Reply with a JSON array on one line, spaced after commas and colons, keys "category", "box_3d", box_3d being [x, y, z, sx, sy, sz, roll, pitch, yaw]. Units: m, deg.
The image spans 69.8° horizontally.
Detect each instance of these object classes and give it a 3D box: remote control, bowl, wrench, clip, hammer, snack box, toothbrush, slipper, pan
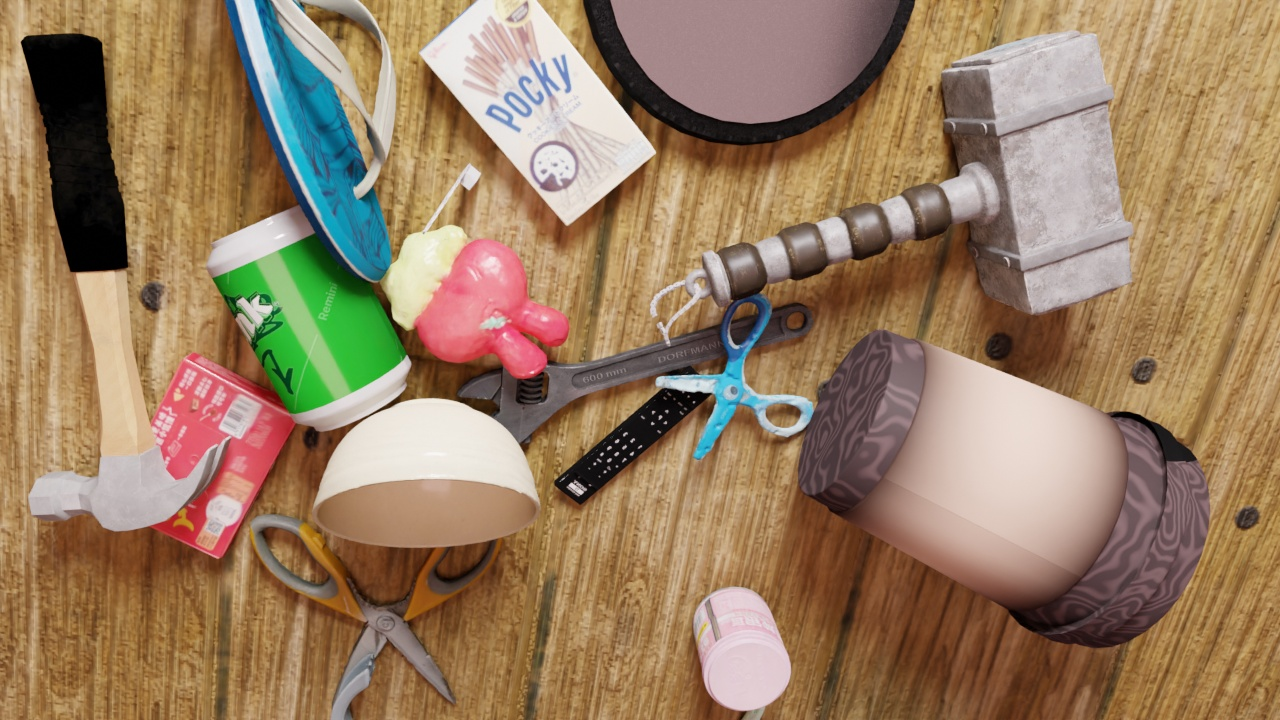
[{"category": "remote control", "box_3d": [-0.005, 0.058, 0.694, 0.140, 0.009, 0.030, -41, 119, 12]}, {"category": "bowl", "box_3d": [-0.146, 0.074, 0.638, 0.150, 0.151, 0.075, -3, 64, -3]}, {"category": "wrench", "box_3d": [-0.004, 0.004, 0.682, 0.273, 0.018, 0.073, -15, 111, -1]}, {"category": "clip", "box_3d": [-0.189, 0.309, 0.749, 0.165, 0.032, 0.165, -4, 111, -2]}, {"category": "hammer", "box_3d": [-0.361, -0.045, 0.618, 0.131, 0.039, 0.328, -2, 102, 2]}, {"category": "snack box", "box_3d": [-0.067, -0.174, 0.620, 0.082, 0.026, 0.150, -39, 106, 8]}, {"category": "toothbrush", "box_3d": [0.069, 0.354, 0.791, 0.022, 0.015, 0.155, 31, 104, 20]}, {"category": "snack box", "box_3d": [-0.320, 0.072, 0.676, 0.089, 0.021, 0.133, 30, 102, -12]}, {"category": "hammer", "box_3d": [0.160, -0.092, 0.627, 0.326, 0.079, 0.177, -18, 107, -1]}, {"category": "toothbrush", "box_3d": [-0.113, -0.098, 0.558, 0.010, 0.181, 0.010, 39, 105, -17]}, {"category": "slipper", "box_3d": [-0.198, -0.191, 0.561, 0.060, 0.118, 0.295, -14, 103, 8]}, {"category": "pan", "box_3d": [0.062, -0.318, 0.583, 0.225, 0.034, 0.357, -11, 108, -1]}]

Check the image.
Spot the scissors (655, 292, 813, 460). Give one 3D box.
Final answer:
[{"category": "scissors", "box_3d": [0.075, 0.013, 0.678, 0.134, 0.011, 0.140, 7, 108, -18]}]

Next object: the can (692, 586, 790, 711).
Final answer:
[{"category": "can", "box_3d": [0.078, 0.226, 0.722, 0.067, 0.076, 0.067, -1, 106, -4]}]

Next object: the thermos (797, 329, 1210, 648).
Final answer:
[{"category": "thermos", "box_3d": [0.243, 0.083, 0.649, 0.226, 0.172, 0.173, 25, 103, -6]}]

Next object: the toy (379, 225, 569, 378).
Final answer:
[{"category": "toy", "box_3d": [-0.115, -0.040, 0.644, 0.135, 0.045, 0.091, 28, 91, -7]}]

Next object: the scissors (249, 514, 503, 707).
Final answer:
[{"category": "scissors", "box_3d": [-0.207, 0.183, 0.720, 0.230, 0.016, 0.225, 34, 103, -14]}]

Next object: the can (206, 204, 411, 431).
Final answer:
[{"category": "can", "box_3d": [-0.221, -0.029, 0.619, 0.088, 0.087, 0.140, -23, 107, 3]}]
